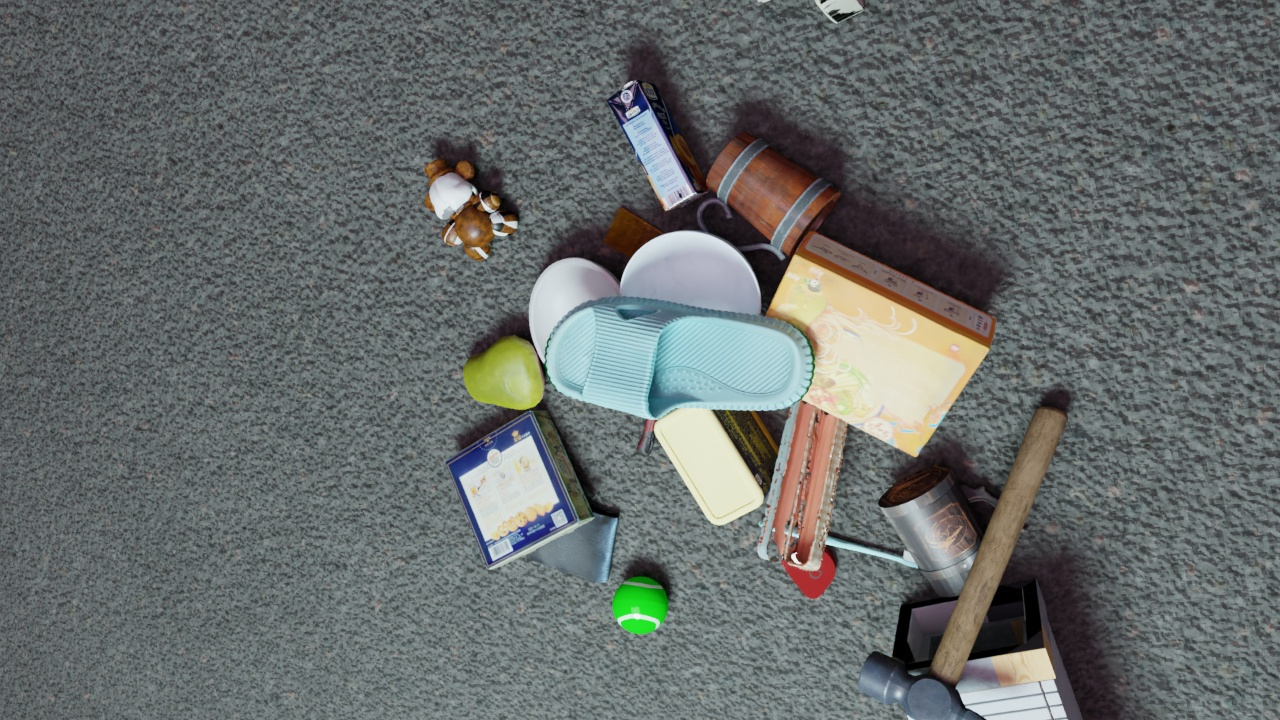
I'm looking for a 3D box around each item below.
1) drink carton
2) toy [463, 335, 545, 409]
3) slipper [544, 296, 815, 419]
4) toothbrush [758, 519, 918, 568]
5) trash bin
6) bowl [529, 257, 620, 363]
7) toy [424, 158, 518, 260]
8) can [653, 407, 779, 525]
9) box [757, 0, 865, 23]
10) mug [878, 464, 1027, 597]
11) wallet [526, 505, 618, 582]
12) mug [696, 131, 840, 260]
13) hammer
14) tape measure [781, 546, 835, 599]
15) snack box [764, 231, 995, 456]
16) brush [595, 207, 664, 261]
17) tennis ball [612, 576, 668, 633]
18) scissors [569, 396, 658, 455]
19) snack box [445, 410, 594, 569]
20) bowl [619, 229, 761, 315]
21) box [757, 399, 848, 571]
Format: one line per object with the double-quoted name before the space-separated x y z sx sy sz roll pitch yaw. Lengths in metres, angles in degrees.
"drink carton" 0.020 -0.221 0.944 0.040 0.064 0.130 -28 93 21
"toy" -0.163 0.016 1.075 0.110 0.051 0.090 -5 113 26
"slipper" 0.028 -0.002 0.888 0.276 0.069 0.116 5 94 18
"toothbrush" 0.217 0.196 0.997 0.181 0.016 0.017 10 109 18
"trash bin" 0.364 0.375 0.915 0.143 0.142 0.247 -19 96 23
"bowl" -0.055 -0.042 1.018 0.150 0.043 0.150 11 109 35
"toy" -0.201 -0.176 1.042 0.087 0.067 0.112 -37 79 24
"can" 0.085 0.093 0.973 0.075 0.104 0.135 -32 90 24
"box" 0.128 -0.373 0.802 0.081 0.180 0.143 -22 87 24
"mug" 0.318 0.162 0.925 0.116 0.080 0.107 -32 92 -2
"wallet" -0.085 0.212 1.108 0.115 0.026 0.089 13 105 17
"mug" 0.120 -0.154 0.917 0.111 0.081 0.118 40 121 12
"hammer" 0.326 0.186 0.849 0.129 0.040 0.321 19 75 36
"tape measure" 0.192 0.229 1.013 0.051 0.019 0.059 -35 96 22
"snack box" 0.219 -0.019 0.897 0.195 0.080 0.145 28 128 9
"brush" 0.020 -0.115 0.994 0.126 0.017 0.048 33 112 10
"tennis ball" 0.000 0.286 1.072 0.065 0.065 0.065 5 104 19
"scissors" -0.002 0.015 1.036 0.179 0.015 0.198 0 102 20
"snack box" -0.146 0.153 1.089 0.145 0.042 0.145 -30 76 23
"bowl" 0.058 -0.072 0.945 0.144 0.074 0.144 6 113 14
"box" 0.168 0.117 0.935 0.067 0.057 0.187 19 76 -22
